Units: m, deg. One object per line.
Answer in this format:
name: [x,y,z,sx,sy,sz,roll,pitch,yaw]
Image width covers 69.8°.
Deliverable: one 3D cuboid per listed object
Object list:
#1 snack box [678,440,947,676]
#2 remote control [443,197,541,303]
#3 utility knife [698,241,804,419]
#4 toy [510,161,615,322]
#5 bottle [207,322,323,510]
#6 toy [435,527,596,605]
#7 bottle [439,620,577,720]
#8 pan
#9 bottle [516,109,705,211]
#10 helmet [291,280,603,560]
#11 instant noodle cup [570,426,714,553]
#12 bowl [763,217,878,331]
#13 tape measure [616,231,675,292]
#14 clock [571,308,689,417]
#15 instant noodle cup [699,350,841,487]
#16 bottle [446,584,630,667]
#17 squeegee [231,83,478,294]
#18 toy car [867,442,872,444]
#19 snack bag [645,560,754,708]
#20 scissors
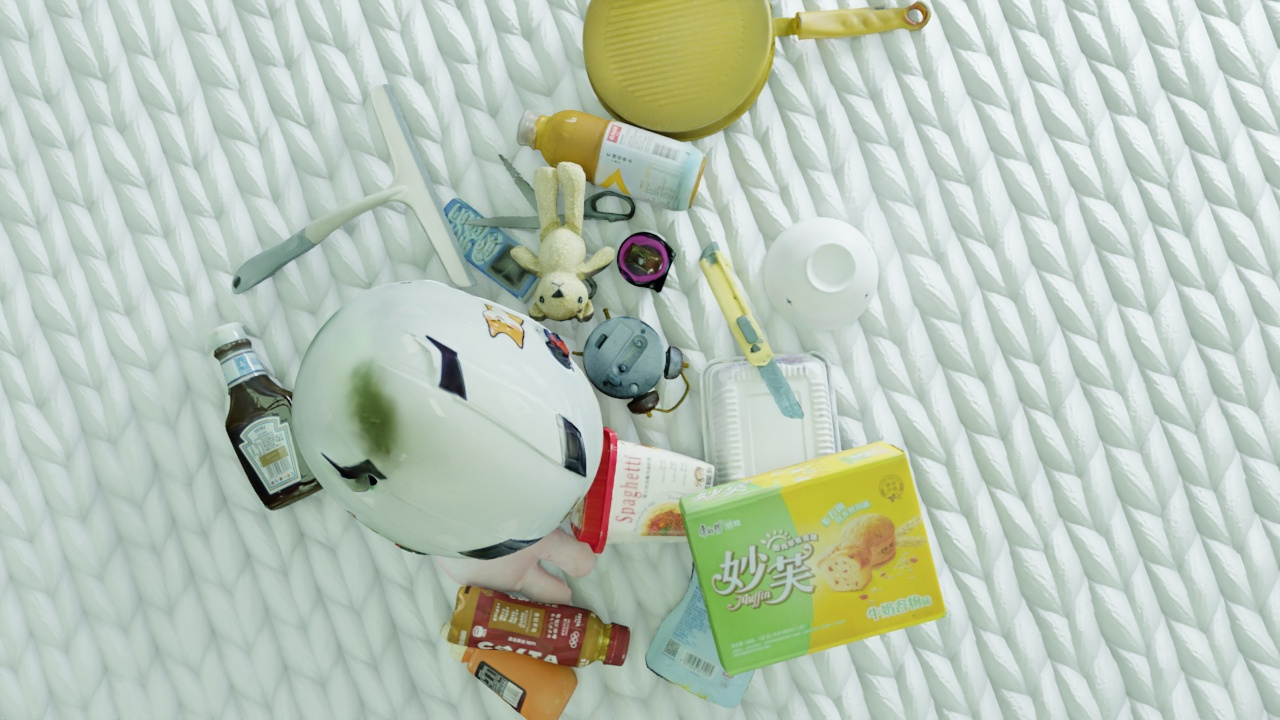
snack box: [0.154,0.178,0.839,0.210,0.070,0.157,-15,94,0]
remote control: [-0.155,-0.115,0.951,0.125,0.024,0.049,37,90,-2]
utility knife: [0.107,-0.030,0.908,0.031,0.022,0.216,-28,68,8]
toy: [-0.078,-0.115,0.901,0.105,0.066,0.157,-1,93,1]
bottle: [-0.391,0.054,0.950,0.080,0.044,0.195,-26,88,1]
toy: [-0.129,0.192,0.933,0.159,0.054,0.121,34,95,-9]
bottle: [-0.138,0.309,0.932,0.149,0.066,0.067,28,90,9]
pan: [0.118,-0.333,0.934,0.358,0.078,0.197,-7,92,9]
bottle: [-0.031,-0.207,0.925,0.189,0.068,0.068,18,90,2]
helmet: [-0.156,0.060,0.750,0.274,0.157,0.230,37,93,-10]
instant noodle cup: [0.001,0.130,0.907,0.124,0.117,0.116,8,90,-10]
bowl: [0.186,-0.090,0.919,0.118,0.064,0.118,0,89,2]
tape measure: [0.004,-0.103,0.937,0.058,0.039,0.057,24,91,2]
clock: [-0.006,0.005,0.930,0.122,0.055,0.082,36,90,1]
instant noodle cup: [0.132,0.075,0.911,0.138,0.060,0.173,-4,79,1]
bottle: [-0.099,0.266,0.906,0.175,0.057,0.057,13,90,-7]
squeegee: [-0.326,-0.132,0.940,0.247,0.039,0.246,-27,78,7]
toy car: [0.229,0.161,0.912,0.042,0.070,0.158,6,90,1]
snack bag: [0.088,0.246,0.932,0.110,0.039,0.191,25,86,11]
scissors: [-0.091,-0.137,0.943,0.179,0.014,0.159,-6,86,-6]
